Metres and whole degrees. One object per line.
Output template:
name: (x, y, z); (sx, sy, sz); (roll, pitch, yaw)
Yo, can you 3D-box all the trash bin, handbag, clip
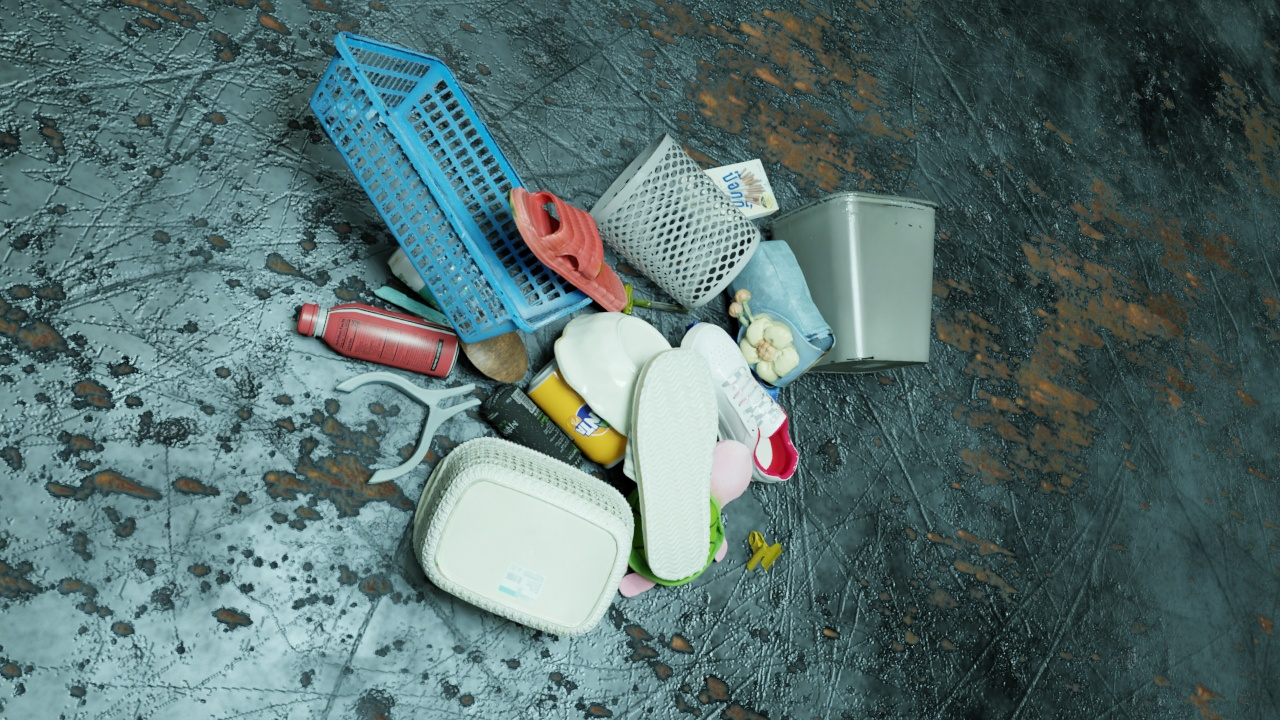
trash bin: (0.302, -0.099, 1.293); (0.197, 0.198, 0.220); (1, 82, -27)
handbag: (0.173, -0.064, 1.231); (0.118, 0.122, 0.191); (-8, 67, -31)
trash bin: (0.046, -0.177, 1.206); (0.183, 0.157, 0.156); (41, 63, -14)
clip: (-0.285, 0.043, 1.063); (0.172, 0.031, 0.164); (-43, 99, -28)
clip: (0.158, 0.251, 1.214); (0.046, 0.054, 0.048); (34, 41, 8)

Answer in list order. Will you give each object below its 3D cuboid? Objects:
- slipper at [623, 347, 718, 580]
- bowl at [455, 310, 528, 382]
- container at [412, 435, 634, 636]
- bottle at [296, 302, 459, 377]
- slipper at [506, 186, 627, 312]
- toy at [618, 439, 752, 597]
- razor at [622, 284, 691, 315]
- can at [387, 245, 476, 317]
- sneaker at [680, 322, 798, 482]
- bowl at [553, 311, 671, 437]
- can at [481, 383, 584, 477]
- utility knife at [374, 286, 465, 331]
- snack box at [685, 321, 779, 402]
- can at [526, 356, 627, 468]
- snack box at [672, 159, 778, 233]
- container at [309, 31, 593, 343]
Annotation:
slipper: (0.038, 0.121, 1.074); (0.114, 0.054, 0.272); (-2, 95, -27)
bowl: (-0.170, -0.023, 1.098); (0.114, 0.026, 0.102); (5, 53, -60)
container: (-0.126, 0.199, 1.012); (0.251, 0.143, 0.184); (25, 89, -8)
bottle: (-0.301, -0.029, 1.053); (0.176, 0.062, 0.062); (14, 71, -22)
slipper: (-0.074, -0.141, 1.120); (0.248, 0.059, 0.103); (38, 26, -51)
toy: (0.052, 0.197, 1.150); (0.237, 0.088, 0.190); (-43, 106, -16)
razor: (0.023, -0.074, 1.243); (0.105, 0.026, 0.042); (6, 72, -28)
can: (-0.249, -0.100, 1.100); (0.101, 0.055, 0.054); (41, 64, -11)
sneaker: (0.140, 0.057, 1.180); (0.090, 0.104, 0.237); (-35, 113, -29)
bowl: (-0.007, 0.007, 1.133); (0.219, 0.060, 0.188); (16, 44, -48)
can: (-0.130, 0.089, 1.109); (0.137, 0.054, 0.053); (47, 63, -8)
utility knife: (-0.246, -0.056, 1.068); (0.147, 0.015, 0.022); (24, 22, 20)
snack box: (0.126, 0.009, 1.267); (0.150, 0.027, 0.082); (20, 70, -20)
can: (-0.068, 0.060, 1.132); (0.142, 0.079, 0.079); (47, 63, -8)
snack box: (0.124, -0.239, 1.329); (0.149, 0.026, 0.082); (-17, 85, -28)
container: (-0.215, -0.184, 1.057); (0.362, 0.089, 0.256); (57, 17, -2)
